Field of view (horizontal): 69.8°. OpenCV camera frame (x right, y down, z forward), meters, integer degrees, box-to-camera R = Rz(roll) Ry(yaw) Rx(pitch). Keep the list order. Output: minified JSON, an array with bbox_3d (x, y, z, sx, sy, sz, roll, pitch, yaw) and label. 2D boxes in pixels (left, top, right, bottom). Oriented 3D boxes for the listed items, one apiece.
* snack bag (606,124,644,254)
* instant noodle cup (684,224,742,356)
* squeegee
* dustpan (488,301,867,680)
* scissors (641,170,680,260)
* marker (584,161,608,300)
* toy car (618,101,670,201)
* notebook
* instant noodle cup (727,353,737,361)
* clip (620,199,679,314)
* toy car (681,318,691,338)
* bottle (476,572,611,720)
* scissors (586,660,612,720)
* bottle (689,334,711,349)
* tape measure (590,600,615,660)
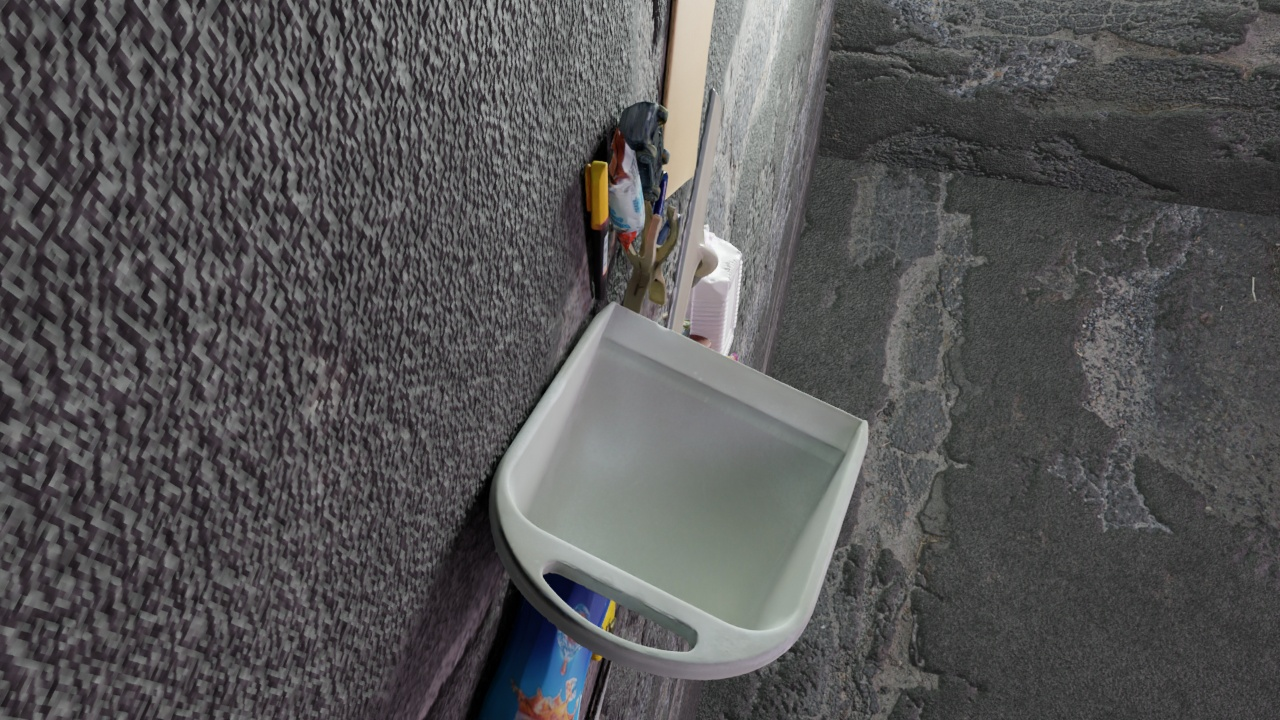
[{"bbox_3d":[-0.012,-0.122,0.671,0.105,0.026,0.045,80,18,-60],"label":"snack bag"},{"bbox_3d":[0.083,-0.061,1.113,0.137,0.060,0.174,-65,160,-51],"label":"instant noodle cup"},{"bbox_3d":[0.051,-0.089,0.851,0.246,0.039,0.246,90,10,-88],"label":"squeegee"},{"bbox_3d":[0.027,0.075,0.581,0.257,0.223,0.143,-62,174,-24],"label":"dustpan"},{"bbox_3d":[0.008,-0.091,0.823,0.162,0.012,0.176,-54,157,-58],"label":"scissors"},{"bbox_3d":[-0.030,-0.089,0.651,0.124,0.015,0.018,91,12,-49],"label":"marker"},{"bbox_3d":[0.003,-0.157,0.694,0.091,0.034,0.042,76,24,-69],"label":"toy car"},{"bbox_3d":[0.043,-0.263,0.852,0.149,0.012,0.212,-54,152,-63],"label":"notebook"},{"bbox_3d":[0.033,0.038,0.857,0.111,0.099,0.111,13,89,-79],"label":"instant noodle cup"},{"bbox_3d":[0.005,-0.081,0.754,0.075,0.035,0.101,-39,144,-43],"label":"clip"},{"bbox_3d":[0.031,-0.008,0.976,0.105,0.031,0.049,-59,158,-56],"label":"toy car"},{"bbox_3d":[-0.052,0.163,0.644,0.065,0.065,0.218,80,23,-59],"label":"bottle"},{"bbox_3d":[-0.056,0.393,0.959,0.176,0.015,0.210,1,99,-78],"label":"scissors"},{"bbox_3d":[0.055,0.056,1.080,0.057,0.057,0.175,-58,156,-61],"label":"bottle"},{"bbox_3d":[-0.039,0.260,0.885,0.059,0.029,0.057,-54,153,-64],"label":"tape measure"}]
